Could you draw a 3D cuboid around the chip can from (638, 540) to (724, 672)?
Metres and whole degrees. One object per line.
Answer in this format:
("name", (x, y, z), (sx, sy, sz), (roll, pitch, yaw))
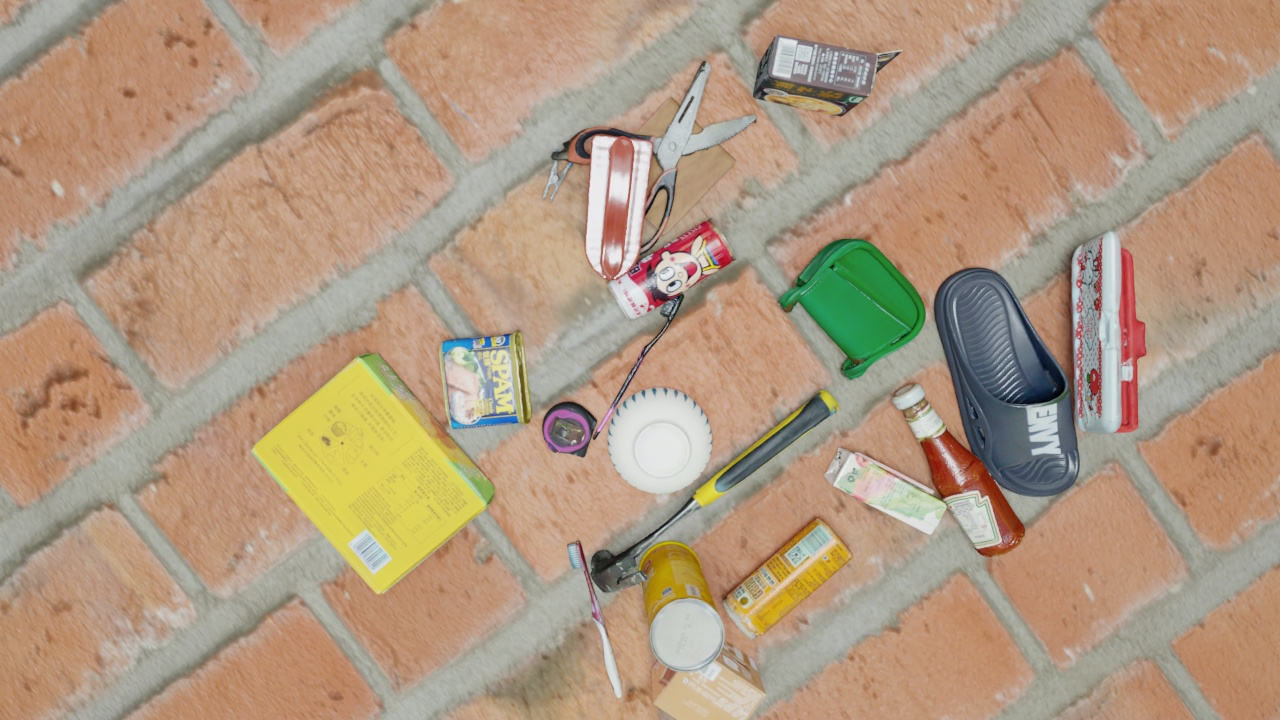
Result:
("chip can", (0.038, 0.242, 0.930), (0.072, 0.213, 0.072), (0, 92, -3))

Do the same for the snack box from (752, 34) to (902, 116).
("snack box", (0.186, -0.291, 0.938), (0.125, 0.113, 0.053), (12, 95, -1))

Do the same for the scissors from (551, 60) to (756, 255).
("scissors", (0.018, -0.210, 0.971), (0.225, 0.015, 0.189), (-9, 101, -1))

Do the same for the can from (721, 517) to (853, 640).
("can", (0.162, 0.240, 1.009), (0.146, 0.058, 0.058), (-41, 94, 3))

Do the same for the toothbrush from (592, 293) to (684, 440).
("toothbrush", (-0.006, 0.006, 1.012), (0.018, 0.014, 0.189), (32, 94, 7))

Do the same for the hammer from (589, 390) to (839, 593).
("hammer", (0.080, 0.139, 0.982), (0.323, 0.126, 0.032), (-37, 93, -4))

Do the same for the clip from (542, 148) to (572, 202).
("clip", (-0.091, -0.198, 0.989), (0.043, 0.027, 0.058), (21, 98, -10))

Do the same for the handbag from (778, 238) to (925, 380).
("handbag", (0.229, -0.060, 0.986), (0.120, 0.068, 0.131), (-42, 95, 10))

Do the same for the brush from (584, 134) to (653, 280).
("brush", (-0.025, -0.154, 0.936), (0.063, 0.069, 0.146), (6, 101, -4))

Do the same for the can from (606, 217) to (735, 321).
("can", (0.032, -0.096, 0.983), (0.133, 0.053, 0.053), (-31, 94, 2))

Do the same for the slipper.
("slipper", (0.397, 0.029, 0.984), (0.111, 0.083, 0.268), (-22, 93, 3))

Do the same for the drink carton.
("drink carton", (0.268, 0.140, 1.005), (0.122, 0.053, 0.045), (27, 93, -3))

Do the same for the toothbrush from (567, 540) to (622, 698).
("toothbrush", (-0.051, 0.293, 1.033), (0.017, 0.016, 0.187), (-15, 95, 8))

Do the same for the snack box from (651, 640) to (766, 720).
("snack box", (0.071, 0.350, 0.999), (0.093, 0.094, 0.077), (35, 93, -3))

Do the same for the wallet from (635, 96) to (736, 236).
("wallet", (0.029, -0.208, 0.992), (0.101, 0.020, 0.115), (43, 95, -3))

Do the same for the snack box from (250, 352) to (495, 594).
("snack box", (-0.283, 0.119, 0.989), (0.158, 0.070, 0.210), (-40, 94, 3))

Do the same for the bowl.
("bowl", (0.022, 0.090, 0.992), (0.116, 0.066, 0.116), (0, 95, -1))

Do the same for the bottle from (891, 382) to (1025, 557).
("bottle", (0.342, 0.117, 1.001), (0.060, 0.059, 0.206), (-33, 94, 2))

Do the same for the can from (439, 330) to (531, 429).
("can", (-0.167, 0.022, 0.990), (0.083, 0.057, 0.102), (-6, 94, 2))

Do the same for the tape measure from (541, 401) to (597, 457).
("tape measure", (-0.079, 0.074, 1.002), (0.058, 0.039, 0.057), (22, 94, -2))

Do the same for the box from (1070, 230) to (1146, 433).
("box", (0.480, -0.025, 0.952), (0.074, 0.154, 0.201), (-2, 86, 35))
